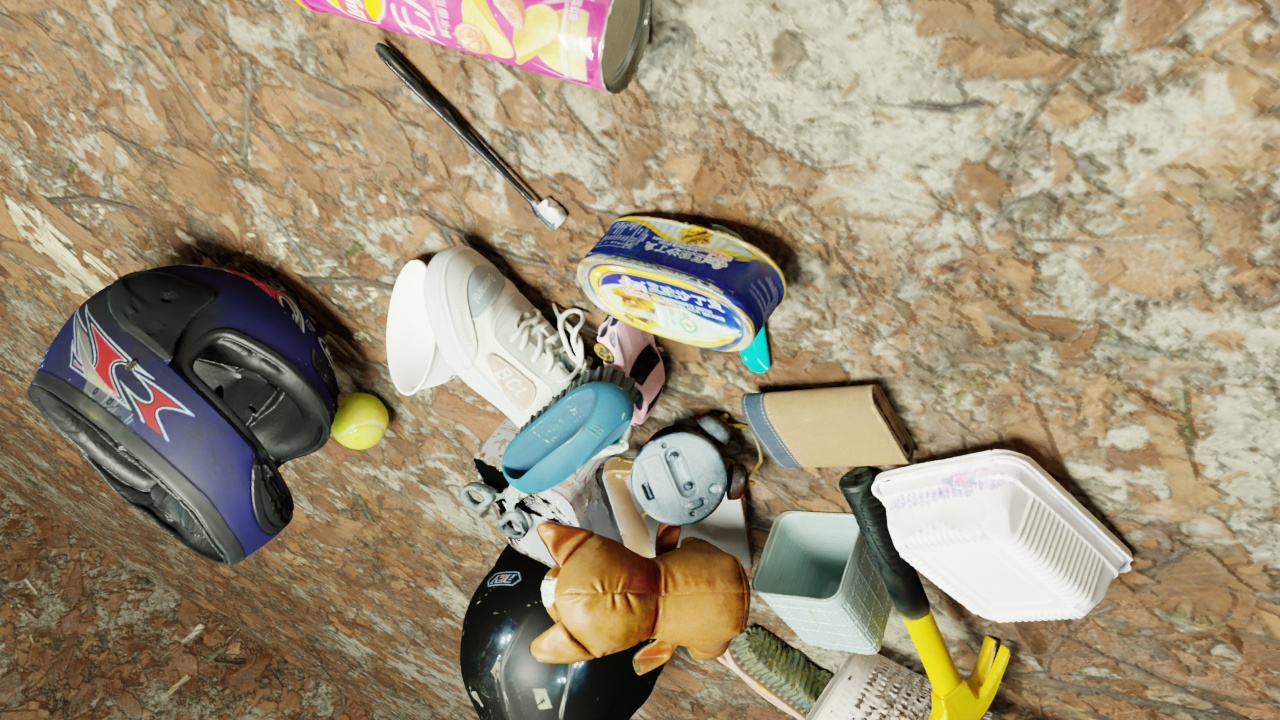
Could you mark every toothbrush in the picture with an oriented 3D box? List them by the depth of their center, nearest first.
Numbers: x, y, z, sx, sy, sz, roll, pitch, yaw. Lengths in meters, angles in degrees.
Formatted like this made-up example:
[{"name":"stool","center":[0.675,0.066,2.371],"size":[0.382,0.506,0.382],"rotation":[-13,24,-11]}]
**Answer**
[{"name":"toothbrush","center":[-0.121,-0.161,0.666],"size":[0.181,0.015,0.018],"rotation":[43,137,-19]}]

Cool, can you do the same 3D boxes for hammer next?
[{"name":"hammer","center":[0.243,0.219,0.812],"size":[0.301,0.128,0.033],"rotation":[62,165,-22]}]

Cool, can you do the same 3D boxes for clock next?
[{"name":"clock","center":[0.046,0.093,0.797],"size":[0.122,0.055,0.082],"rotation":[-22,95,8]}]

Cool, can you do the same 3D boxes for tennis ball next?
[{"name":"tennis ball","center":[-0.323,0.069,1.054],"size":[0.065,0.065,0.066],"rotation":[20,144,15]}]

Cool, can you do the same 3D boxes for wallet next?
[{"name":"wallet","center":[0.146,0.052,0.724],"size":[0.115,0.033,0.090],"rotation":[-6,134,39]}]

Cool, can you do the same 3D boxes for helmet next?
[{"name":"helmet","center":[-0.427,0.034,0.926],"size":[0.316,0.239,0.248],"rotation":[27,146,24]},{"name":"helmet","center":[-0.112,0.354,1.133],"size":[0.234,0.229,0.275],"rotation":[-11,108,41]}]

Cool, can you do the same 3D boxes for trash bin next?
[{"name":"trash bin","center":[0.268,0.414,0.949],"size":[0.192,0.226,0.228],"rotation":[34,147,17]}]

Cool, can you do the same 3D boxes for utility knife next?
[{"name":"utility knife","center":[0.076,-0.042,0.675],"size":[0.029,0.012,0.151],"rotation":[14,144,27]}]

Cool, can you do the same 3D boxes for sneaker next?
[{"name":"sneaker","center":[-0.087,0.001,0.780],"size":[0.091,0.089,0.242],"rotation":[-7,132,37]}]

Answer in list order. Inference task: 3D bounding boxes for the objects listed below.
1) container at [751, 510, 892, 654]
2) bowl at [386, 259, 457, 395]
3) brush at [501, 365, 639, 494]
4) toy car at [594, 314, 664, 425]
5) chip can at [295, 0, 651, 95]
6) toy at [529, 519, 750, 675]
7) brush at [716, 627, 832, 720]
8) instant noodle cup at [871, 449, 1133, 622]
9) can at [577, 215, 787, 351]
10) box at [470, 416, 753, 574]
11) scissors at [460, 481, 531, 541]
[{"name":"container","center":[0.175,0.209,0.849],"size":[0.090,0.090,0.111],"rotation":[-4,136,40]},{"name":"bowl","center":[-0.176,-0.027,0.818],"size":[0.064,0.118,0.119],"rotation":[4,161,-35]},{"name":"brush","center":[-0.061,0.065,0.729],"size":[0.055,0.073,0.144],"rotation":[40,125,-17]},{"name":"toy car","center":[-0.005,0.004,0.752],"size":[0.037,0.056,0.122],"rotation":[16,143,25]},{"name":"chip can","center":[-0.102,-0.216,0.536],"size":[0.211,0.071,0.072],"rotation":[20,144,14]},{"name":"toy","center":[-0.004,0.209,0.824],"size":[0.199,0.140,0.131],"rotation":[6,159,-29]},{"name":"brush","center":[0.154,0.368,1.082],"size":[0.145,0.063,0.073],"rotation":[36,135,-7]},{"name":"instant noodle cup","center":[0.273,0.145,0.707],"size":[0.173,0.060,0.138],"rotation":[39,144,-22]},{"name":"can","center":[0.026,-0.054,0.644],"size":[0.148,0.049,0.075],"rotation":[18,146,31]},{"name":"box","center":[-0.022,0.151,0.924],"size":[0.261,0.105,0.179],"rotation":[18,143,27]},{"name":"scissors","center":[-0.130,0.129,0.886],"size":[0.156,0.014,0.169],"rotation":[17,143,28]}]
